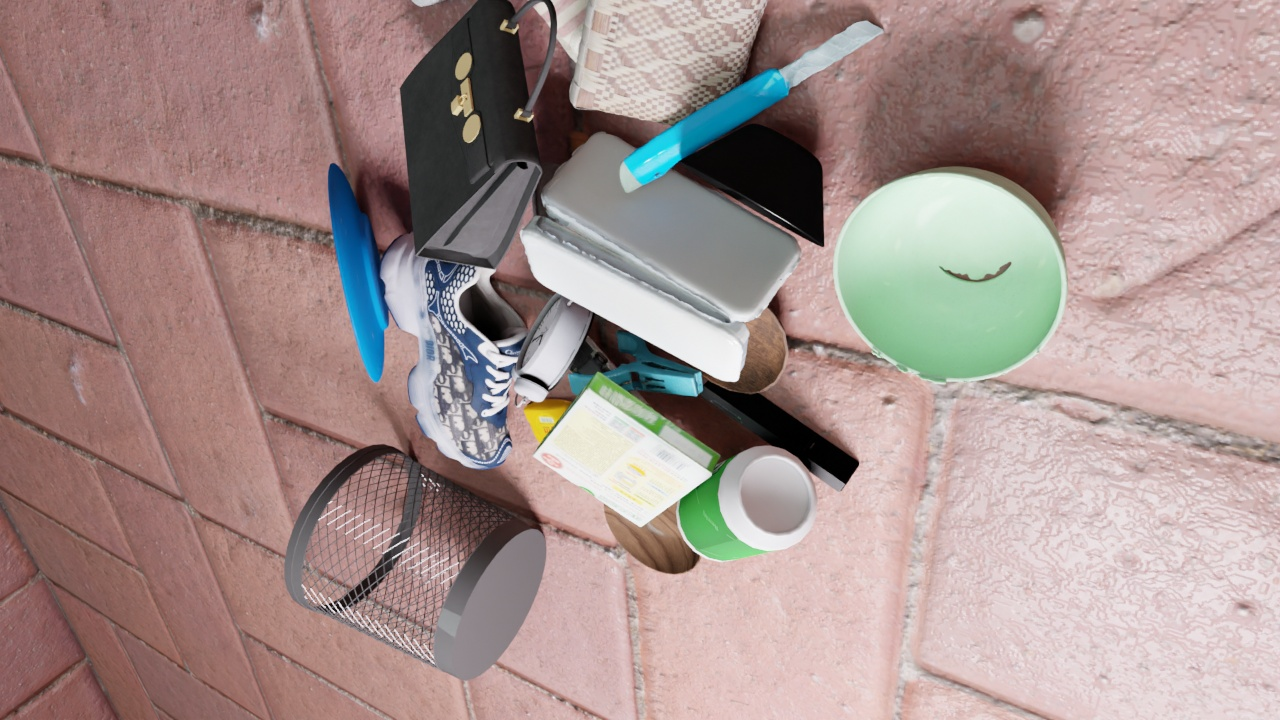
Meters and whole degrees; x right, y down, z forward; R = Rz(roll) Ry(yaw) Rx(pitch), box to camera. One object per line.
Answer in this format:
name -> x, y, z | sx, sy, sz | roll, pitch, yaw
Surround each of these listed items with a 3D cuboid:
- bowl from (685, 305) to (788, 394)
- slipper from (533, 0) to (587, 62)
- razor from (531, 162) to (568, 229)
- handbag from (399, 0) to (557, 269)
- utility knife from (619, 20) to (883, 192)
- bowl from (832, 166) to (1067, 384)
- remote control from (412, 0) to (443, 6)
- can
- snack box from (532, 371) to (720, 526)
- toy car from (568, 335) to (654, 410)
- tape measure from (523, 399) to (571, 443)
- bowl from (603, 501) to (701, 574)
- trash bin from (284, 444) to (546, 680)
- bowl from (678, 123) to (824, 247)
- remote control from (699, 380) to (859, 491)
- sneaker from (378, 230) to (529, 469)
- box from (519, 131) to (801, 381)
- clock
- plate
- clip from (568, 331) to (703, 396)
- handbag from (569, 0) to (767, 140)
bowl -> 0.079, -0.025, 0.790 | 0.114, 0.026, 0.102 | 30, 131, 18
slipper -> -0.069, -0.326, 0.687 | 0.115, 0.052, 0.263 | -24, 102, 45
razor -> -0.039, -0.122, 0.810 | 0.116, 0.047, 0.088 | 13, 125, 21
handbag -> -0.114, -0.202, 0.724 | 0.196, 0.072, 0.175 | -39, 54, 45
utility knife -> 0.071, -0.182, 0.662 | 0.221, 0.015, 0.031 | -24, 131, 28
bowl -> 0.215, -0.067, 0.624 | 0.151, 0.076, 0.151 | 19, 128, 27
remote control -> -0.160, -0.338, 0.764 | 0.115, 0.028, 0.060 | -18, 106, 43
can -> 0.091, 0.130, 0.816 | 0.088, 0.087, 0.140 | 48, 156, 1
snack box -> -0.018, 0.088, 0.851 | 0.132, 0.027, 0.168 | 34, 146, -5
toy car -> -0.027, 0.027, 0.898 | 0.039, 0.039, 0.113 | -42, 90, 19
tape measure -> -0.085, 0.070, 0.976 | 0.068, 0.030, 0.059 | -2, 116, 41
bowl -> 0.020, 0.165, 0.957 | 0.119, 0.032, 0.119 | 19, 128, 27
trash bin -> -0.260, 0.244, 1.101 | 0.227, 0.217, 0.218 | 21, 129, 20
bowl -> 0.094, -0.137, 0.670 | 0.124, 0.124, 0.052 | 33, 100, 15
remote control -> 0.121, 0.060, 0.809 | 0.150, 0.034, 0.013 | 35, 133, 14
sneaker -> -0.166, -0.005, 0.949 | 0.133, 0.103, 0.270 | 0, 115, 30
box -> 0.016, -0.077, 0.754 | 0.210, 0.129, 0.105 | 34, 162, 15
clock -> -0.088, -0.010, 0.866 | 0.035, 0.094, 0.123 | 30, 98, -16
plate -> -0.280, -0.090, 0.939 | 0.224, 0.024, 0.224 | 169, 91, -80
clip -> -0.004, 0.003, 0.846 | 0.122, 0.120, 0.033 | -8, 118, 5
handbag -> 0.026, -0.252, 0.643 | 0.124, 0.046, 0.186 | 11, 130, -7
